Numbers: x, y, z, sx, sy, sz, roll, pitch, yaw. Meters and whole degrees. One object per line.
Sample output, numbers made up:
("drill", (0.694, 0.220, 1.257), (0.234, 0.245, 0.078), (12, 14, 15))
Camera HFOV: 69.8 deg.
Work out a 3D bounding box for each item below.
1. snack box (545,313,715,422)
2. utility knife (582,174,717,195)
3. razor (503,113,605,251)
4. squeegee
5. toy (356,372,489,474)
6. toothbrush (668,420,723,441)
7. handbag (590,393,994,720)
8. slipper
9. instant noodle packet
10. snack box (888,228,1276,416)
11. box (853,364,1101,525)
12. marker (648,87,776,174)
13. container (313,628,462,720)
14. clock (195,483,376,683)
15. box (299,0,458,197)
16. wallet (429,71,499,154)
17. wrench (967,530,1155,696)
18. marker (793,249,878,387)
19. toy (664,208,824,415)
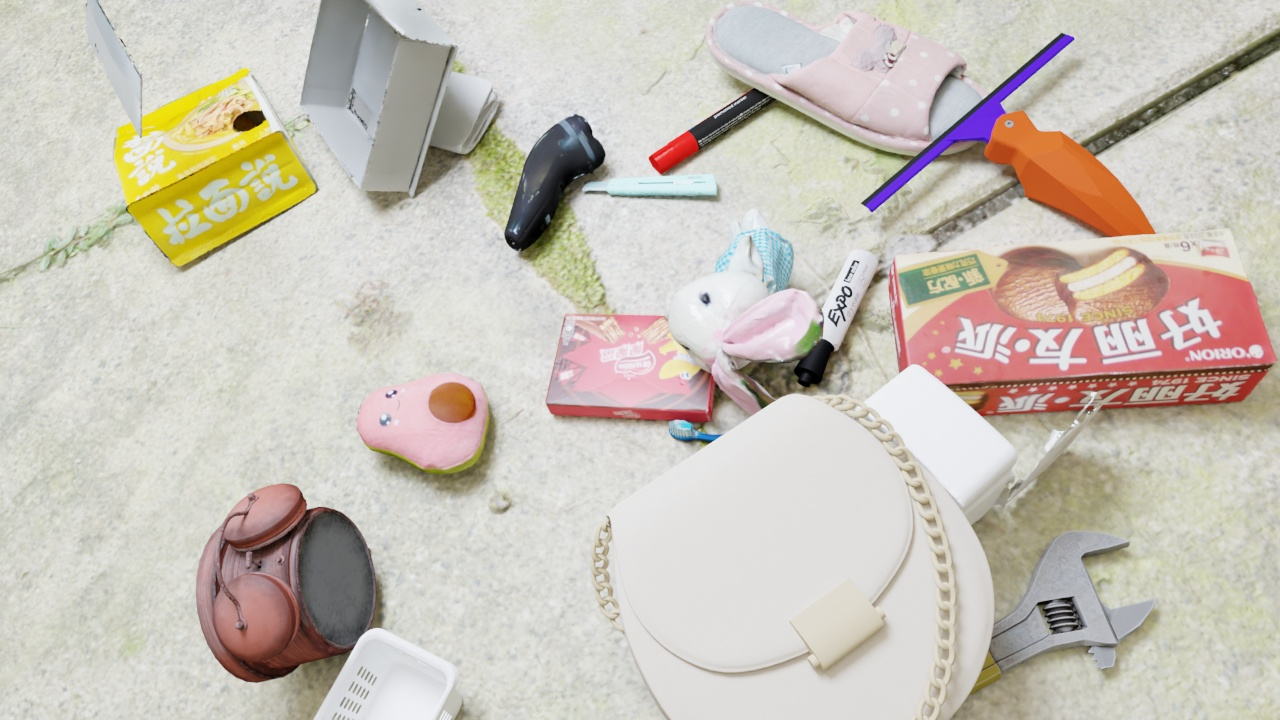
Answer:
("snack box", (-0.004, 0.004, 0.745), (0.133, 0.021, 0.089), (2, 61, 13))
("utility knife", (0.008, -0.159, 0.840), (0.129, 0.015, 0.022), (2, 63, 18))
("razor", (-0.079, -0.160, 0.839), (0.064, 0.053, 0.140), (19, 69, 12))
("squeegee", (0.335, -0.151, 0.737), (0.249, 0.055, 0.185), (-40, 71, -11))
("toy", (-0.176, 0.051, 0.740), (0.110, 0.051, 0.089), (-3, 59, 12))
("toothbrush", (0.085, 0.063, 0.695), (0.135, 0.017, 0.021), (10, 62, 18))
("handbag", (0.094, 0.143, 0.560), (0.210, 0.103, 0.208), (-32, 70, -12))
("slipper", (0.184, -0.264, 0.820), (0.274, 0.054, 0.114), (26, 67, 15))
("instant noodle packet", (-0.454, -0.223, 0.950), (0.163, 0.084, 0.221), (-33, 53, -8))
("snack box", (0.307, -0.025, 0.668), (0.236, 0.060, 0.113), (-4, 62, 11))
("box", (0.231, 0.050, 0.616), (0.136, 0.109, 0.124), (-39, 62, -9))
("marker", (0.073, -0.221, 0.856), (0.145, 0.021, 0.023), (-34, 31, -7))
("container", (-0.177, 0.259, 0.624), (0.081, 0.049, 0.129), (18, 67, 21))
("clock", (-0.248, 0.155, 0.638), (0.072, 0.158, 0.120), (-15, 59, 11))
("box", (-0.272, -0.321, 0.789), (0.150, 0.369, 0.167), (-34, 59, -11))
("wallet", (-0.205, -0.255, 0.934), (0.116, 0.032, 0.086), (24, 80, 22))
("wrench", (0.206, 0.194, 0.592), (0.273, 0.018, 0.083), (-26, 59, -2))
("marker", (0.154, -0.033, 0.728), (0.025, 0.025, 0.125), (21, 68, 22))
("toy", (0.072, -0.051, 0.699), (0.105, 0.131, 0.205), (5, 44, -3))
